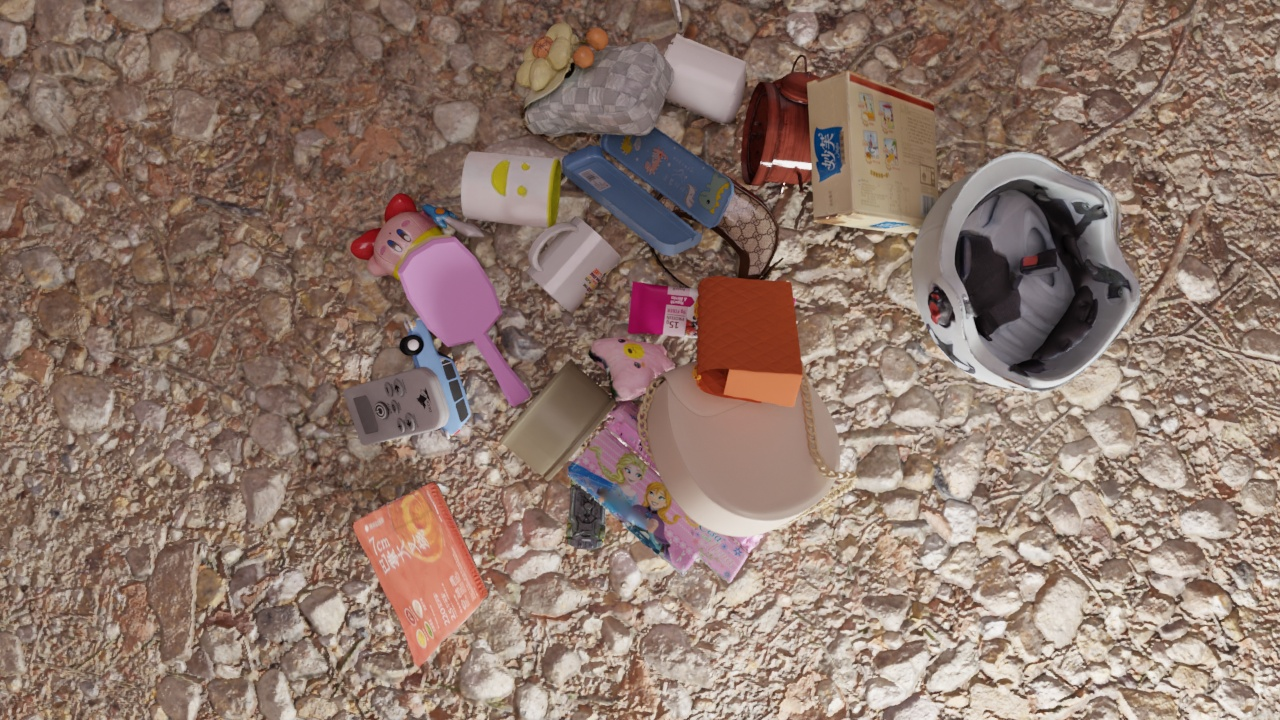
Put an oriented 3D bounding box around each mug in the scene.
[{"bbox_3d":[-0.087,-0.120,1.081,0.089,0.105,0.073,-48,52,0],"label":"mug"},{"bbox_3d":[-0.152,-0.202,1.088,0.106,0.082,0.082,6,90,1],"label":"mug"}]

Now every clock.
[{"bbox_3d":[0.169,-0.276,1.070,0.072,0.120,0.158,5,99,-8],"label":"clock"}]

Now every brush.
[{"bbox_3d":[-0.199,-0.043,1.085,0.089,0.043,0.229,-33,118,-7],"label":"brush"}]

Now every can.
[{"bbox_3d":[-0.096,0.070,1.068,0.073,0.128,0.128,41,90,-2],"label":"can"}]

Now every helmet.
[{"bbox_3d":[0.408,-0.099,1.041,0.236,0.164,0.264,-39,104,-12],"label":"helmet"}]

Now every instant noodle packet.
[{"bbox_3d":[-0.252,0.235,1.023,0.084,0.221,0.164,-25,90,-2],"label":"instant noodle packet"}]

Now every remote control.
[{"bbox_3d":[-0.289,0.055,1.080,0.151,0.019,0.074,-14,97,34],"label":"remote control"}]

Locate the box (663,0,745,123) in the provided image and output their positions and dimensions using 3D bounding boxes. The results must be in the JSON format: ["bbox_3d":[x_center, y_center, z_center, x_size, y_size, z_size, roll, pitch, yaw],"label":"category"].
[{"bbox_3d":[0.070,-0.368,1.088,0.136,0.083,0.144,20,99,1],"label":"box"}]

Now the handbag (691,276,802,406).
[{"bbox_3d":[0.114,-0.022,1.018,0.109,0.171,0.060,7,129,-1],"label":"handbag"}]

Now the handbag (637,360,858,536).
[{"bbox_3d":[0.121,0.086,1.037,0.210,0.104,0.208,-19,73,-31],"label":"handbag"}]

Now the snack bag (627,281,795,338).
[{"bbox_3d":[0.085,-0.053,1.110,0.196,0.016,0.070,6,118,0],"label":"snack bag"}]

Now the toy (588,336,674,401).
[{"bbox_3d":[-0.006,0.006,1.096,0.093,0.050,0.102,-13,46,-16],"label":"toy"}]

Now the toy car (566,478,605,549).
[{"bbox_3d":[-0.063,0.176,1.116,0.048,0.033,0.105,5,86,2],"label":"toy car"}]

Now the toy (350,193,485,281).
[{"bbox_3d":[-0.259,-0.130,1.101,0.131,0.097,0.124,39,83,18],"label":"toy"}]

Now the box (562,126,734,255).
[{"bbox_3d":[0.008,-0.207,1.064,0.120,0.049,0.209,-45,60,-3],"label":"box"}]

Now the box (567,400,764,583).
[{"bbox_3d":[0.040,0.148,1.061,0.230,0.158,0.066,41,125,-1],"label":"box"}]

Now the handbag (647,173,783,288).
[{"bbox_3d":[0.088,-0.148,1.107,0.166,0.063,0.138,33,107,-4],"label":"handbag"}]

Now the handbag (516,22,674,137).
[{"bbox_3d":[-0.055,-0.320,1.039,0.172,0.123,0.112,10,68,31],"label":"handbag"}]

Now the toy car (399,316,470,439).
[{"bbox_3d":[-0.246,0.018,1.101,0.054,0.056,0.153,-19,96,-18],"label":"toy car"}]

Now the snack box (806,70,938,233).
[{"bbox_3d":[0.267,-0.228,1.037,0.055,0.207,0.153,-2,91,43],"label":"snack box"}]
